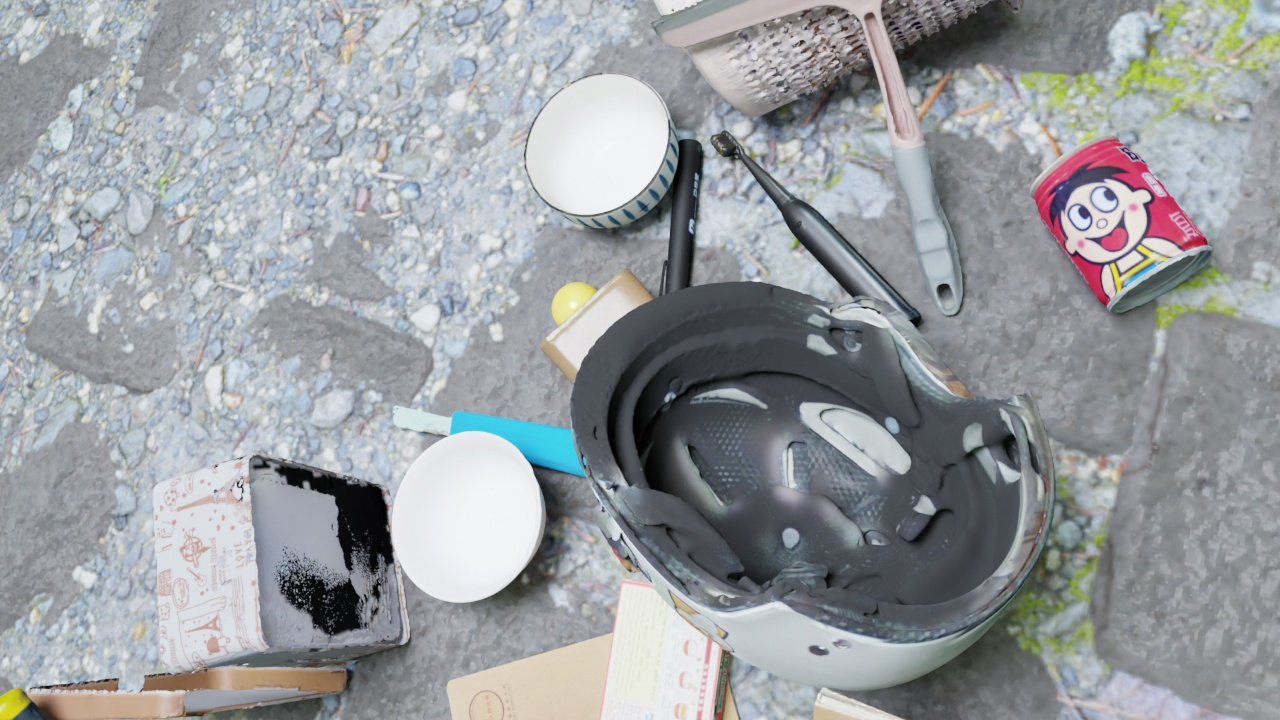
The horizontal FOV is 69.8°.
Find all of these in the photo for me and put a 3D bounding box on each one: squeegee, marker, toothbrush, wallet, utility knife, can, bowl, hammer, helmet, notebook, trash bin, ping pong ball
[{"bbox_3d":[0.165,-0.141,0.577,0.248,0.250,0.040,-12,27,26],"label":"squeegee"},{"bbox_3d":[0.030,-0.105,0.697,0.022,0.020,0.132,6,78,1],"label":"marker"},{"bbox_3d":[0.119,-0.097,0.658,0.027,0.026,0.212,-24,62,-29],"label":"toothbrush"},{"bbox_3d":[-0.004,0.004,0.657,0.090,0.033,0.115,-43,83,1],"label":"wallet"},{"bbox_3d":[-0.110,0.057,0.707,0.205,0.018,0.034,9,68,23],"label":"utility knife"},{"bbox_3d":[0.294,-0.085,0.567,0.066,0.066,0.093,-30,67,11],"label":"can"},{"bbox_3d":[-0.113,0.115,0.666,0.118,0.064,0.118,-5,74,18],"label":"bowl"},{"bbox_3d":[-0.291,0.328,0.591,0.126,0.031,0.323,-34,106,10],"label":"hammer"},{"bbox_3d":[-0.023,-0.153,0.704,0.117,0.066,0.116,-5,75,19],"label":"bowl"},{"bbox_3d":[0.092,0.082,0.543,0.229,0.157,0.274,-36,47,-27],"label":"helmet"},{"bbox_3d":[0.158,0.267,0.477,0.150,0.012,0.212,12,125,23],"label":"notebook"},{"bbox_3d":[0.115,-0.279,0.621,0.192,0.227,0.227,-31,67,24],"label":"trash bin"},{"bbox_3d":[-0.030,0.268,0.626,0.208,0.008,0.147,-20,70,14],"label":"notebook"},{"bbox_3d":[-0.047,-0.039,0.696,0.040,0.040,0.040,-5,74,19],"label":"ping pong ball"}]

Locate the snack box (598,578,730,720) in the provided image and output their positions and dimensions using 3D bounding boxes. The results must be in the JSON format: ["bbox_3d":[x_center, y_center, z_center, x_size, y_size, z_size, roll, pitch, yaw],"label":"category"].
[{"bbox_3d":[0.014,0.227,0.600,0.077,0.027,0.155,5,78,22],"label":"snack box"}]

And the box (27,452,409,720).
[{"bbox_3d":[-0.297,0.177,0.659,0.194,0.183,0.156,-16,70,13],"label":"box"}]
